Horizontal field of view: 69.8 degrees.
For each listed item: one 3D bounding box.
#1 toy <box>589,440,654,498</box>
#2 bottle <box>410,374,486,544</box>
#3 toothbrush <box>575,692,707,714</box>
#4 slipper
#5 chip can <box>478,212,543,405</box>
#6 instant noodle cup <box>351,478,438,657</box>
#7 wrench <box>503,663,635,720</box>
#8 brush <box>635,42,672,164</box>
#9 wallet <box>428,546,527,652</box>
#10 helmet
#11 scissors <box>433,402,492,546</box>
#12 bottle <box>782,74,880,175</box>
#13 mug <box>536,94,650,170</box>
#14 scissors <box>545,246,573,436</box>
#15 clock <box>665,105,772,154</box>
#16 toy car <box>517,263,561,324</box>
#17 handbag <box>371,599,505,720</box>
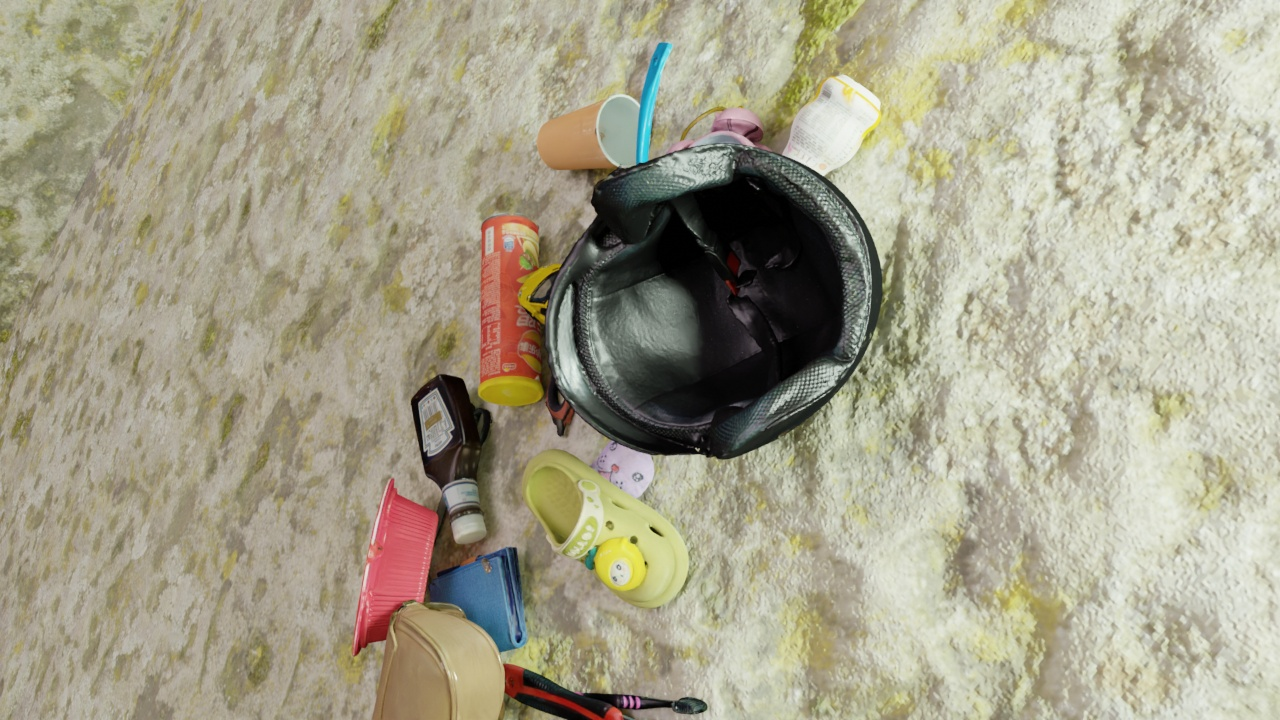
[{"bbox_3d":[-0.032,0.117,0.899,0.108,0.038,0.084,-44,66,22],"label":"toy"},{"bbox_3d":[-0.213,0.113,1.044,0.080,0.044,0.194,-37,57,29],"label":"bottle"},{"bbox_3d":[-0.018,0.311,0.836,0.190,0.017,0.014,-14,73,39],"label":"toothbrush"},{"bbox_3d":[-0.048,0.159,0.844,0.190,0.081,0.092,37,114,21],"label":"slipper"},{"bbox_3d":[-0.149,-0.059,1.044,0.073,0.073,0.216,-21,62,35],"label":"chip can"},{"bbox_3d":[-0.265,0.229,1.008,0.194,0.066,0.194,-171,91,-79],"label":"instant noodle cup"},{"bbox_3d":[-0.041,0.331,0.841,0.274,0.016,0.056,9,96,42],"label":"wrench"},{"bbox_3d":[-0.001,-0.187,0.920,0.083,0.045,0.255,-142,58,-60],"label":"brush"},{"bbox_3d":[-0.174,0.262,0.976,0.133,0.040,0.106,-27,64,37],"label":"wallet"},{"bbox_3d":[0.063,-0.044,0.745,0.275,0.229,0.233,-26,84,29],"label":"helmet"},{"bbox_3d":[-0.226,0.132,1.089,0.175,0.014,0.136,-47,51,22],"label":"scissors"},{"bbox_3d":[0.163,-0.199,0.824,0.108,0.063,0.063,-52,48,14],"label":"bottle"},{"bbox_3d":[-0.058,-0.250,1.034,0.123,0.078,0.078,5,78,48],"label":"mug"},{"bbox_3d":[-0.071,-0.020,0.999,0.196,0.015,0.215,24,93,43],"label":"scissors"},{"bbox_3d":[0.077,-0.180,0.896,0.117,0.059,0.158,-29,56,31],"label":"clock"},{"bbox_3d":[-0.073,-0.055,0.969,0.071,0.041,0.156,-46,55,-10],"label":"toy car"},{"bbox_3d":[-0.202,0.346,0.921,0.148,0.099,0.205,31,115,38],"label":"handbag"}]
